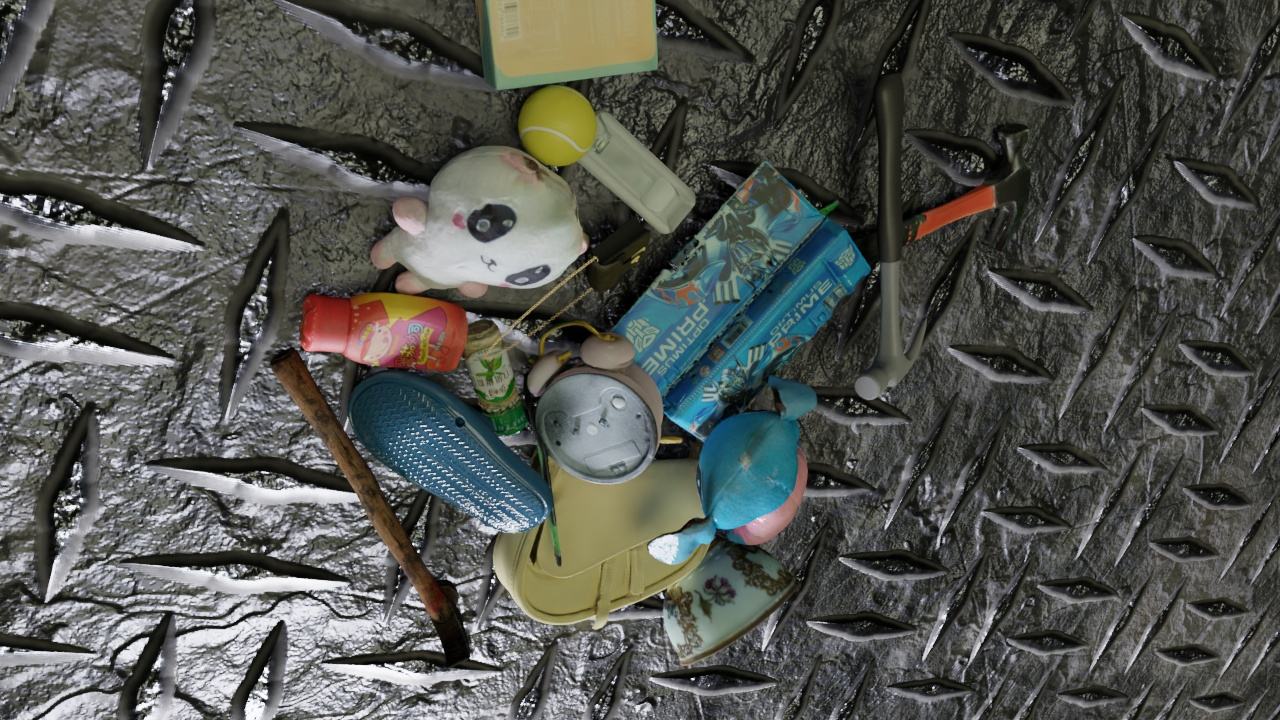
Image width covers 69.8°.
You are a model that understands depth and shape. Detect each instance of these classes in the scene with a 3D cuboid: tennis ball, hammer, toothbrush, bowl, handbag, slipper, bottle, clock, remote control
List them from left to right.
[{"bbox_3d":[-0.239,0.135,0.832,0.033,0.120,0.330,-28,116,-10],"label":"hammer"},{"bbox_3d":[-0.219,-0.026,0.783,0.134,0.048,0.072,6,136,-26],"label":"bottle"},{"bbox_3d":[-0.167,0.080,0.842,0.213,0.059,0.104,40,120,-17],"label":"slipper"},{"bbox_3d":[-0.136,0.016,0.850,0.042,0.042,0.110,-20,119,-15],"label":"bottle"},{"bbox_3d":[-0.090,0.104,0.880,0.017,0.014,0.188,-8,87,-33],"label":"toothbrush"},{"bbox_3d":[-0.069,-0.195,0.762,0.065,0.065,0.065,-10,118,-20],"label":"tennis ball"},{"bbox_3d":[-0.065,-0.056,0.816,0.177,0.084,0.027,-39,82,-13],"label":"handbag"},{"bbox_3d":[-0.043,0.036,0.852,0.117,0.058,0.158,-22,107,25],"label":"clock"},{"bbox_3d":[-0.028,0.173,0.951,0.232,0.088,0.191,-1,111,-24],"label":"handbag"},{"bbox_3d":[-0.004,-0.168,0.831,0.133,0.022,0.050,36,96,-33],"label":"remote control"},{"bbox_3d":[0.085,0.254,1.024,0.160,0.160,0.094,-34,83,-7],"label":"bowl"},{"bbox_3d":[0.248,-0.123,0.907,0.124,0.030,0.311,-30,121,-46],"label":"hammer"},{"bbox_3d":[0.273,-0.133,0.968,0.332,0.033,0.133,-23,124,-14],"label":"hammer"}]

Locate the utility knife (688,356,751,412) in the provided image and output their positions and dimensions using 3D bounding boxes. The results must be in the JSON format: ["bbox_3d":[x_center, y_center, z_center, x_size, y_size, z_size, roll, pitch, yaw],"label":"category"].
[{"bbox_3d":[0.092,0.036,0.974,0.020,0.028,0.174,-43,125,6],"label":"utility knife"}]

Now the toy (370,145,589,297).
[{"bbox_3d":[-0.138,-0.107,0.764,0.180,0.101,0.139,-24,137,10],"label":"toy"}]

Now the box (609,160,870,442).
[{"bbox_3d":[0.099,-0.044,0.881,0.243,0.060,0.175,-48,124,4],"label":"box"}]

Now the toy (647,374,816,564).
[{"bbox_3d":[0.108,0.125,0.919,0.224,0.099,0.191,-54,152,-8],"label":"toy"}]

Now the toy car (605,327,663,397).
[{"bbox_3d":[-0.005,0.005,0.915,0.038,0.025,0.089,-24,122,-13],"label":"toy car"}]

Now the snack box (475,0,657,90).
[{"bbox_3d":[-0.060,-0.320,0.718,0.141,0.044,0.194,-14,119,-19],"label":"snack box"}]

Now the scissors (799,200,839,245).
[{"bbox_3d":[0.147,-0.134,0.925,0.127,0.011,0.123,-35,126,-6],"label":"scissors"}]
